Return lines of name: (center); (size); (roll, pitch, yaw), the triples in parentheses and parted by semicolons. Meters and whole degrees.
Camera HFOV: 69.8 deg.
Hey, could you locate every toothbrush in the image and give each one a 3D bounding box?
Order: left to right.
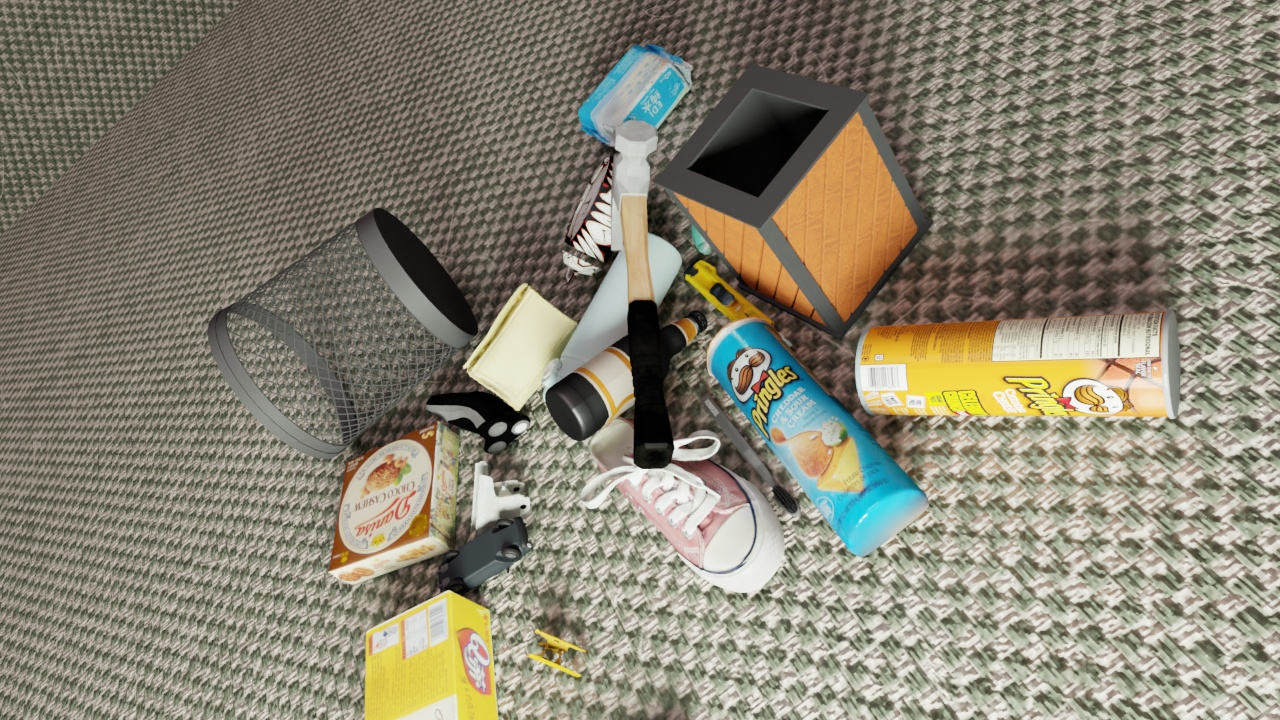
toothbrush: (0.095, 0.081, 0.821); (0.013, 0.013, 0.167); (-42, 42, 5)

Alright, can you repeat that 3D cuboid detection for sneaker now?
sneaker: (0.025, 0.108, 0.799); (0.118, 0.088, 0.241); (-52, 44, -5)

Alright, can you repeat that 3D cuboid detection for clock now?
clock: (-0.041, -0.150, 1.035); (0.155, 0.065, 0.114); (-57, 17, 28)

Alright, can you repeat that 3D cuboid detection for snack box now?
snack box: (-0.270, 0.158, 1.017); (0.143, 0.041, 0.146); (-23, 49, 22)
snack box: (-0.187, 0.335, 0.818); (0.110, 0.061, 0.230); (-29, 47, 17)

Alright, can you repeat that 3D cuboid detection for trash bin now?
trash bin: (-0.342, -0.038, 1.092); (0.227, 0.218, 0.217); (-36, 45, 5)
trash bin: (0.140, -0.142, 0.827); (0.139, 0.172, 0.140); (-51, 45, -4)

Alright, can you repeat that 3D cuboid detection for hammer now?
hammer: (0.000, -0.058, 0.827); (0.039, 0.131, 0.327); (0, 57, -7)

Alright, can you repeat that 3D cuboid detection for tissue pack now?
tissue pack: (-0.004, -0.326, 1.142); (0.144, 0.061, 0.093); (-51, 46, 0)

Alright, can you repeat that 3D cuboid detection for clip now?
clip: (-0.139, 0.147, 0.920); (0.058, 0.102, 0.050); (1, 40, -13)
clip: (-0.078, 0.260, 0.805); (0.049, 0.054, 0.044); (-52, 21, 28)

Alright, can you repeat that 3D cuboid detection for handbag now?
handbag: (-0.130, -0.015, 0.998); (0.119, 0.081, 0.111); (-53, 8, 0)

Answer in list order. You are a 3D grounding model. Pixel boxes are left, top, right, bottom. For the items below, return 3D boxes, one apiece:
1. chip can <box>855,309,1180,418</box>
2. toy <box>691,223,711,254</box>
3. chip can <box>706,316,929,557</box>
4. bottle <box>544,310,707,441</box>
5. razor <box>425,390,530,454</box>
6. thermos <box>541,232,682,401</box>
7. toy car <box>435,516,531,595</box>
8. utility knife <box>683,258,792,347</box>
chip can: (0.278, 0.005, 0.691); (0.215, 0.075, 0.075); (-2, 60, 36)
toy: (0.099, -0.165, 0.976); (0.105, 0.033, 0.085); (-22, 60, 22)
chip can: (0.138, 0.057, 0.758); (0.080, 0.080, 0.229); (-41, 46, 6)
bottle: (-0.005, 0.005, 0.886); (0.181, 0.059, 0.059); (-35, 39, -26)
razor: (-0.189, 0.058, 1.023); (0.156, 0.057, 0.060); (23, 108, 43)
thermos: (-0.029, -0.034, 0.949); (0.065, 0.078, 0.206); (-5, 52, 60)
toy car: (-0.155, 0.197, 0.909); (0.112, 0.034, 0.046); (-33, 46, 15)
utility knife: (0.095, -0.056, 0.915); (0.030, 0.017, 0.179); (-52, 47, 9)
